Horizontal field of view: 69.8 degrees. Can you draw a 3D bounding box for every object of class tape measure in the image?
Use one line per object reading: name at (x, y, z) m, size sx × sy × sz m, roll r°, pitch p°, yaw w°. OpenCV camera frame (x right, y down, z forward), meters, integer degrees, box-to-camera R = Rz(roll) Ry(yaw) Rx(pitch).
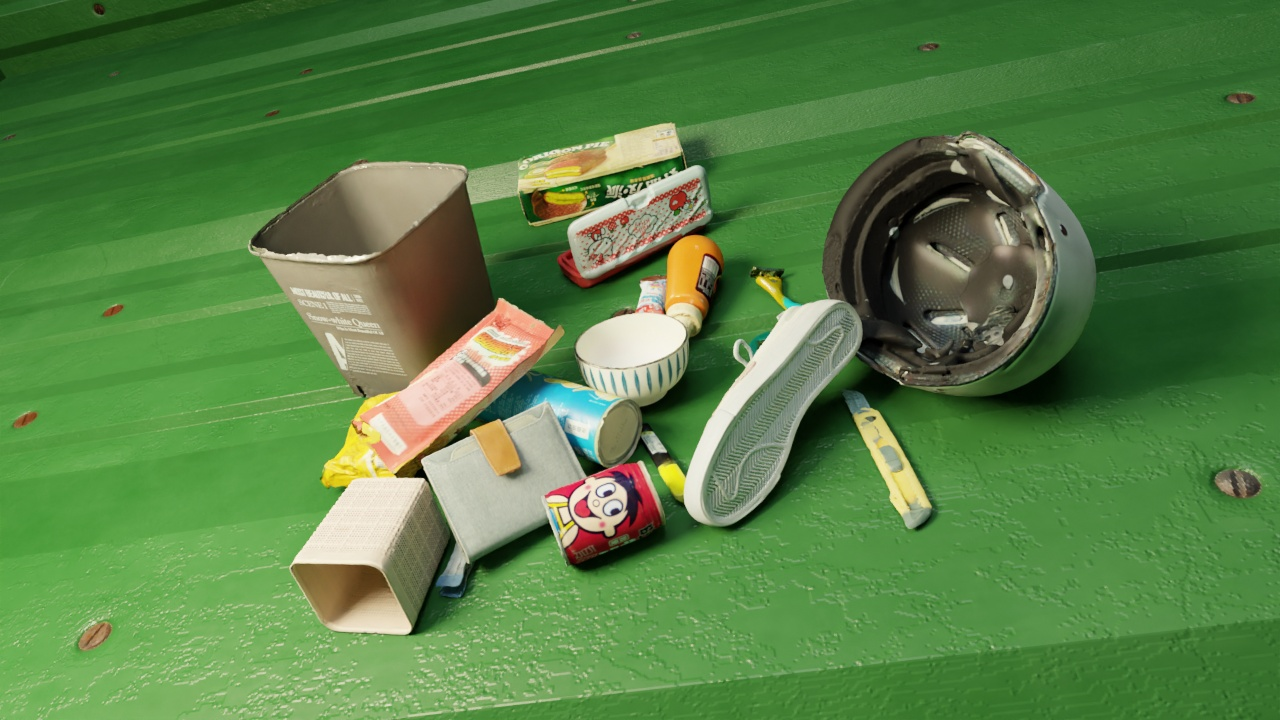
tape measure at (0.139, -0.009, 0.951) m, size 0.054 × 0.025 × 0.058 m, roll -15°, pitch 36°, yaw -1°

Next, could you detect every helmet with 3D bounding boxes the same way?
helmet at (0.307, -0.077, 0.853) m, size 0.156 × 0.230 × 0.274 m, roll 18°, pitch 21°, yaw -28°

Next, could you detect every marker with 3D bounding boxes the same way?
marker at (0.021, 0.095, 0.869) m, size 0.018 × 0.015 × 0.124 m, roll -22°, pitch 34°, yaw -10°

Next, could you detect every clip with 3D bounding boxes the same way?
clip at (-0.160, 0.182, 0.815) m, size 0.026 × 0.037 × 0.057 m, roll -2°, pitch 38°, yaw 21°

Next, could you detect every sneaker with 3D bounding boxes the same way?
sneaker at (0.102, 0.039, 0.834) m, size 0.241 × 0.089 × 0.091 m, roll -52°, pitch 29°, yaw -19°

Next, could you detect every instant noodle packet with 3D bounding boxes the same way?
instant noodle packet at (-0.262, 0.083, 0.959) m, size 0.111 × 0.044 × 0.128 m, roll -7°, pitch 35°, yaw 18°

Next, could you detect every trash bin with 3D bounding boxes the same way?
trash bin at (-0.277, -0.082, 1.031) m, size 0.199 × 0.220 × 0.198 m, roll 8°, pitch 42°, yaw 27°

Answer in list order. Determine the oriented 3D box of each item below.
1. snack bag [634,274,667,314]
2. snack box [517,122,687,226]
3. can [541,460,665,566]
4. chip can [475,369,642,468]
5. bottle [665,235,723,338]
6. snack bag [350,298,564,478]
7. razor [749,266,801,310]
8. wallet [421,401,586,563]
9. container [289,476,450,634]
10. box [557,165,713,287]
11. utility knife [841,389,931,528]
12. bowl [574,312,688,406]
snack bag at (0.015, -0.070, 1.073) m, size 0.045 × 0.026 × 0.105 m, roll -8°, pitch 35°, yaw 15°
snack box at (-0.055, -0.271, 1.327) m, size 0.240 × 0.063 × 0.114 m, roll -14°, pitch 37°, yaw 3°
can at (-0.032, 0.131, 0.795) m, size 0.093 × 0.067 × 0.066 m, roll -20°, pitch 37°, yaw -7°
chip can at (-0.102, 0.047, 0.926) m, size 0.210 × 0.071 × 0.071 m, roll 15°, pitch 46°, yaw 34°
bottle at (0.056, -0.077, 1.042) m, size 0.067 × 0.067 × 0.149 m, roll -2°, pitch 46°, yaw 17°
snack bag at (-0.179, 0.021, 0.894) m, size 0.207 × 0.073 × 0.129 m, roll -42°, pitch 35°, yaw -17°
razor at (0.167, -0.068, 1.014) m, size 0.043 × 0.028 × 0.132 m, roll 5°, pitch 25°, yaw -27°
wallet at (-0.118, 0.105, 0.826) m, size 0.129 × 0.106 × 0.037 m, roll -24°, pitch -5°, yaw -23°
container at (-0.230, 0.166, 0.805) m, size 0.090 × 0.090 × 0.110 m, roll -3°, pitch 36°, yaw 16°
box at (-0.013, -0.179, 1.164) m, size 0.200 × 0.100 × 0.094 m, roll -29°, pitch 40°, yaw -18°
utility knife at (0.217, 0.082, 0.819) m, size 0.031 × 0.019 × 0.182 m, roll -10°, pitch 32°, yaw -3°
bowl at (-0.006, 0.006, 0.943) m, size 0.116 × 0.066 × 0.116 m, roll -7°, pitch 30°, yaw 4°
